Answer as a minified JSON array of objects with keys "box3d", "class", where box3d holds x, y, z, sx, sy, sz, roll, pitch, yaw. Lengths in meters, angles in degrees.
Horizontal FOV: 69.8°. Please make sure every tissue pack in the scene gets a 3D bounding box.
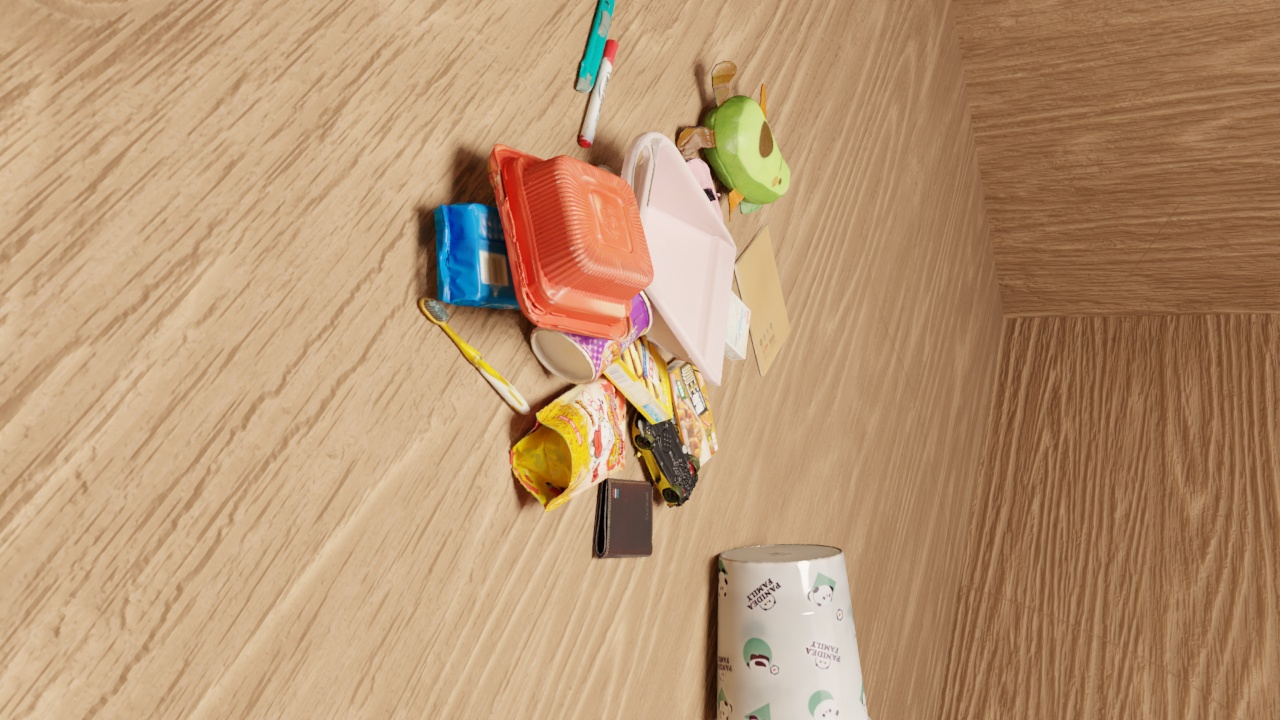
[{"box3d":[-0.140,-0.096,0.881,0.157,0.052,0.095,0,86,-59],"class":"tissue pack"}]

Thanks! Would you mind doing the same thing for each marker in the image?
[{"box3d":[-0.049,-0.312,1.071,0.017,0.017,0.145,40,56,-52],"class":"marker"}]

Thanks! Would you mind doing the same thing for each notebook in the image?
[{"box3d":[0.204,-0.099,1.511,0.147,0.008,0.208,-53,134,-46],"class":"notebook"}]

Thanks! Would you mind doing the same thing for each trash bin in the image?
[{"box3d":[0.214,0.406,1.342,0.229,0.230,0.252,3,83,-59],"class":"trash bin"}]

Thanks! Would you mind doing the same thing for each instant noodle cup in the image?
[{"box3d":[-0.057,-0.117,0.874,0.164,0.079,0.188,7,66,-54],"class":"instant noodle cup"},{"box3d":[-0.057,-0.035,0.981,0.099,0.112,0.111,-55,136,-31],"class":"instant noodle cup"}]

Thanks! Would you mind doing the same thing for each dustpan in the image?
[{"box3d":[0.053,-0.127,1.063,0.273,0.139,0.222,24,57,-29],"class":"dustpan"}]

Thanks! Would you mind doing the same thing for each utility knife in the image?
[{"box3d":[-0.045,-0.398,1.079,0.029,0.013,0.205,39,57,-53],"class":"utility knife"}]

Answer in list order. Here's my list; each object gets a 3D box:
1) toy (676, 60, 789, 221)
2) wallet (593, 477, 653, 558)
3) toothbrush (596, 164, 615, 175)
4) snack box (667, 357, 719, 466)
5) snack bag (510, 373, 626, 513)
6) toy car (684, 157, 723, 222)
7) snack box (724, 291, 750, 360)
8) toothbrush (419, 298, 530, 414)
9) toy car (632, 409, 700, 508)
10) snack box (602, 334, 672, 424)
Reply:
[{"box3d":[0.150,-0.309,1.337,0.246,0.090,0.226,35,71,-50],"class":"toy"},{"box3d":[-0.017,0.195,1.133,0.122,0.020,0.096,19,74,-60],"class":"wallet"},{"box3d":[-0.077,-0.136,1.015,0.026,0.027,0.220,85,23,-53],"class":"toothbrush"},{"box3d":[0.065,0.071,1.253,0.075,0.026,0.154,-36,120,-46],"class":"snack box"},{"box3d":[-0.063,0.086,1.022,0.207,0.073,0.128,-25,111,-65],"class":"snack bag"},{"box3d":[0.082,-0.218,1.258,0.056,0.037,0.122,-36,123,-25],"class":"toy car"},{"box3d":[0.108,-0.071,1.311,0.156,0.027,0.084,40,51,-46],"class":"snack box"},{"box3d":[-0.155,0.000,0.894,0.191,0.018,0.016,54,48,-44],"class":"toothbrush"},{"box3d":[0.030,0.119,1.185,0.071,0.041,0.156,-53,124,-45],"class":"toy car"},{"box3d":[-0.007,0.006,1.104,0.140,0.034,0.086,51,26,-47],"class":"snack box"}]
